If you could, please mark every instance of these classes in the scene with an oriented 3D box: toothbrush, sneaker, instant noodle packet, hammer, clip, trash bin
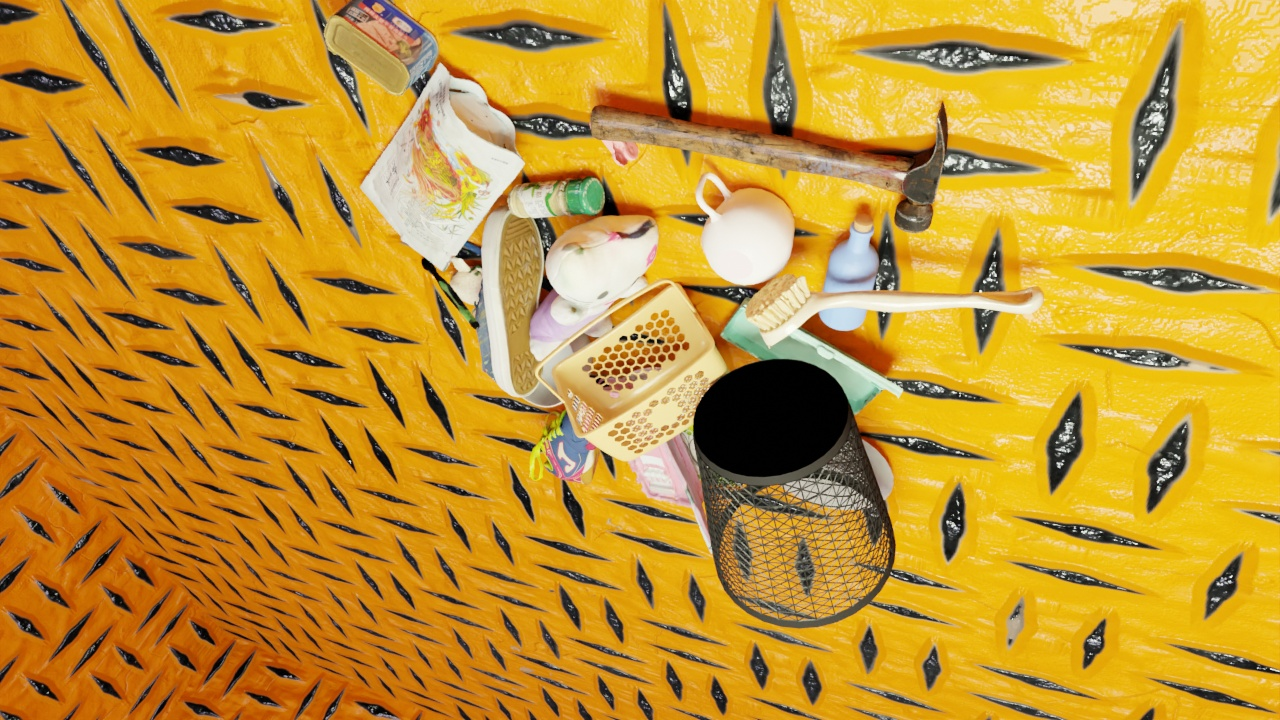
[{"bbox_3d":[-0.190,-0.127,1.141,0.190,0.017,0.016,26,143,3],"label":"toothbrush"},{"bbox_3d":[-0.103,0.106,1.276,0.091,0.116,0.242,14,148,3],"label":"sneaker"},{"bbox_3d":[-0.232,-0.206,1.041,0.147,0.057,0.270,49,141,-6],"label":"instant noodle packet"},{"bbox_3d":[0.110,-0.202,0.843,0.330,0.033,0.120,14,137,15],"label":"hammer"},{"bbox_3d":[-0.031,-0.222,0.928,0.041,0.023,0.059,-8,125,42],"label":"clip"},{"bbox_3d":[-0.236,-0.084,1.142,0.188,0.014,0.017,45,176,44],"label":"toothbrush"},{"bbox_3d":[-0.168,-0.071,1.093,0.079,0.087,0.236,16,118,33],"label":"sneaker"},{"bbox_3d":[0.164,0.140,1.025,0.217,0.216,0.243,6,139,27],"label":"trash bin"}]

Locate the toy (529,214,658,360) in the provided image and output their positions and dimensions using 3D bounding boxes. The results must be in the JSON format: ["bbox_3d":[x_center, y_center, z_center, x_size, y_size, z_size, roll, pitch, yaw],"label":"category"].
[{"bbox_3d":[-0.056,-0.088,1.030,0.085,0.137,0.210,58,148,16],"label":"toy"}]

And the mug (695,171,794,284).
[{"bbox_3d":[0.095,-0.131,0.906,0.090,0.076,0.124,-21,122,45],"label":"mug"}]

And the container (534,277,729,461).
[{"bbox_3d":[-0.006,0.006,1.029,0.183,0.129,0.167,-34,132,8],"label":"container"}]

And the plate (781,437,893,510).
[{"bbox_3d":[0.236,0.130,1.170,0.173,0.019,0.173,18,142,14],"label":"plate"}]

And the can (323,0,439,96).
[{"bbox_3d":[-0.262,-0.320,0.926,0.100,0.058,0.054,36,143,-9],"label":"can"}]

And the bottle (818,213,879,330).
[{"bbox_3d":[0.209,-0.089,0.906,0.048,0.047,0.131,17,142,14],"label":"bottle"}]

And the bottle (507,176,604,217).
[{"bbox_3d":[-0.093,-0.177,1.003,0.110,0.042,0.043,3,136,32],"label":"bottle"}]

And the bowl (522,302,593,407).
[{"bbox_3d":[-0.117,-0.013,1.177,0.132,0.064,0.132,14,119,28],"label":"bowl"}]

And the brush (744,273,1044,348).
[{"bbox_3d":[0.231,-0.052,0.862,0.273,0.061,0.077,-3,140,22],"label":"brush"}]

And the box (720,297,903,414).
[{"bbox_3d":[0.188,-0.009,1.012,0.187,0.056,0.138,30,160,-3],"label":"box"}]

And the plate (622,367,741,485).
[{"bbox_3d":[0.073,0.080,1.203,0.229,0.030,0.230,19,143,15],"label":"plate"}]

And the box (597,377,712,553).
[{"bbox_3d":[0.036,0.127,1.200,0.173,0.075,0.233,36,157,45],"label":"box"}]

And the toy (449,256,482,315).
[{"bbox_3d":[-0.203,-0.088,1.167,0.087,0.050,0.112,9,138,28],"label":"toy"}]
